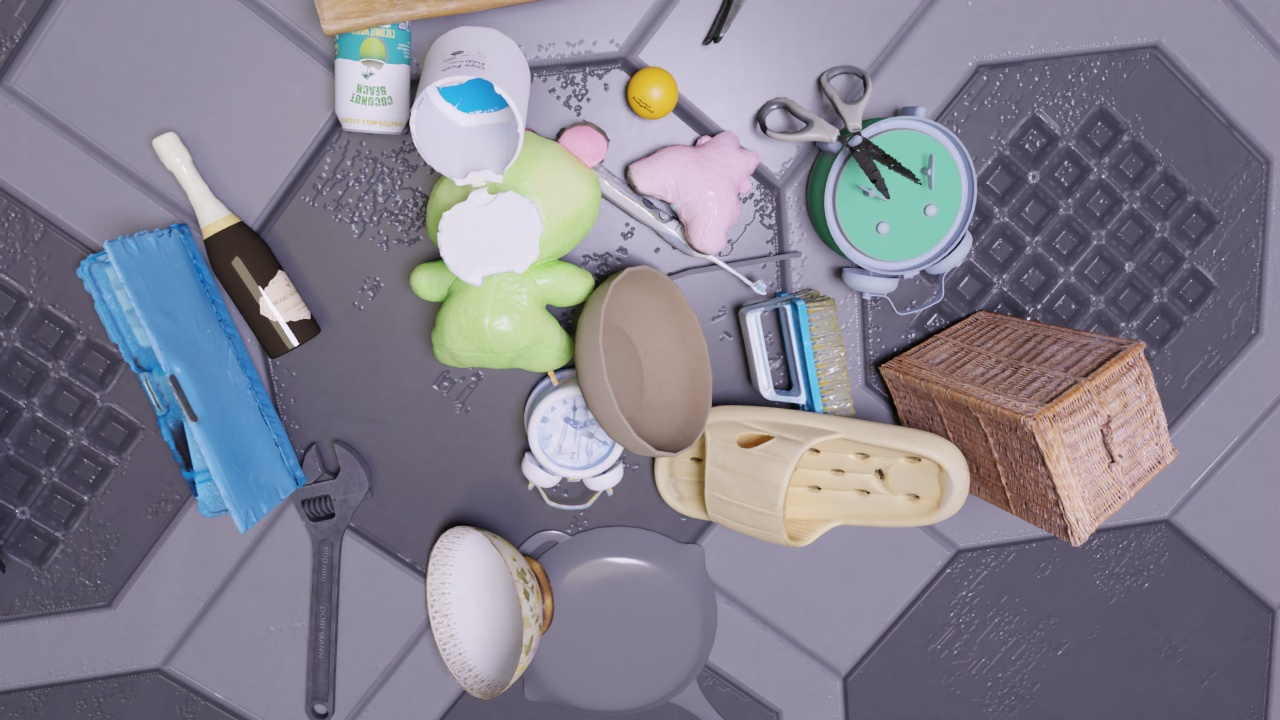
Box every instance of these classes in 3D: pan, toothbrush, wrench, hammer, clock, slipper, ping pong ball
[{"bbox_3d":[0.017,0.290,0.852,0.216,0.024,0.354,-42,104,5],"label":"pan"},{"bbox_3d":[0.054,-0.075,0.770,0.167,0.013,0.013,-9,97,-3],"label":"toothbrush"},{"bbox_3d":[0.027,-0.105,0.749,0.185,0.022,0.024,34,127,-7],"label":"toothbrush"},{"bbox_3d":[-0.275,0.199,0.803,0.073,0.018,0.273,8,105,2],"label":"wrench"},{"bbox_3d":[-0.067,-0.279,0.668,0.330,0.033,0.132,-15,110,-13],"label":"hammer"},{"bbox_3d":[-0.055,0.068,0.777,0.089,0.052,0.125,3,107,-8],"label":"clock"},{"bbox_3d":[0.130,0.099,0.746,0.262,0.079,0.111,1,111,17],"label":"slipper"},{"bbox_3d":[0.208,-0.115,0.742,0.122,0.075,0.162,-20,106,0],"label":"clock"},{"bbox_3d":[0.010,-0.209,0.717,0.040,0.040,0.040,-1,104,-5],"label":"ping pong ball"}]

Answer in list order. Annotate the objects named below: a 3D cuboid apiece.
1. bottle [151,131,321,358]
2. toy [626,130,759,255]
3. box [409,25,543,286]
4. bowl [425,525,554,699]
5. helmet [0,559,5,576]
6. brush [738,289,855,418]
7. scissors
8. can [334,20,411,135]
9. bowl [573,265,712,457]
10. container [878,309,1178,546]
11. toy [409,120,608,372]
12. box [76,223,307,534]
[{"bbox_3d":[-0.317,-0.090,0.712,0.045,0.045,0.184,-28,105,1],"label":"bottle"},{"bbox_3d":[0.051,-0.143,0.732,0.095,0.053,0.099,-44,85,-14],"label":"toy"},{"bbox_3d":[-0.109,-0.142,0.629,0.084,0.146,0.136,-4,128,-1],"label":"box"},{"bbox_3d":[-0.120,0.206,0.782,0.063,0.145,0.145,-5,108,-44],"label":"bowl"},{"bbox_3d":[-0.572,0.068,0.682,0.206,0.131,0.255,-8,114,28],"label":"helmet"},{"bbox_3d":[0.133,0.012,0.776,0.075,0.055,0.136,-15,105,-7],"label":"brush"},{"bbox_3d":[0.147,-0.170,0.696,0.150,0.164,0.012,-1,145,24],"label":"scissors"},{"bbox_3d":[-0.200,-0.222,0.686,0.055,0.055,0.102,3,104,-7],"label":"can"},{"bbox_3d":[-0.004,0.004,0.730,0.051,0.151,0.152,-13,108,35],"label":"bowl"},{"bbox_3d":[0.302,0.042,0.728,0.112,0.198,0.114,-32,110,-10],"label":"container"},{"bbox_3d":[-0.105,-0.083,0.707,0.150,0.107,0.197,4,108,7],"label":"toy"},{"bbox_3d":[-0.356,0.022,0.696,0.094,0.112,0.231,-17,103,8],"label":"box"}]
